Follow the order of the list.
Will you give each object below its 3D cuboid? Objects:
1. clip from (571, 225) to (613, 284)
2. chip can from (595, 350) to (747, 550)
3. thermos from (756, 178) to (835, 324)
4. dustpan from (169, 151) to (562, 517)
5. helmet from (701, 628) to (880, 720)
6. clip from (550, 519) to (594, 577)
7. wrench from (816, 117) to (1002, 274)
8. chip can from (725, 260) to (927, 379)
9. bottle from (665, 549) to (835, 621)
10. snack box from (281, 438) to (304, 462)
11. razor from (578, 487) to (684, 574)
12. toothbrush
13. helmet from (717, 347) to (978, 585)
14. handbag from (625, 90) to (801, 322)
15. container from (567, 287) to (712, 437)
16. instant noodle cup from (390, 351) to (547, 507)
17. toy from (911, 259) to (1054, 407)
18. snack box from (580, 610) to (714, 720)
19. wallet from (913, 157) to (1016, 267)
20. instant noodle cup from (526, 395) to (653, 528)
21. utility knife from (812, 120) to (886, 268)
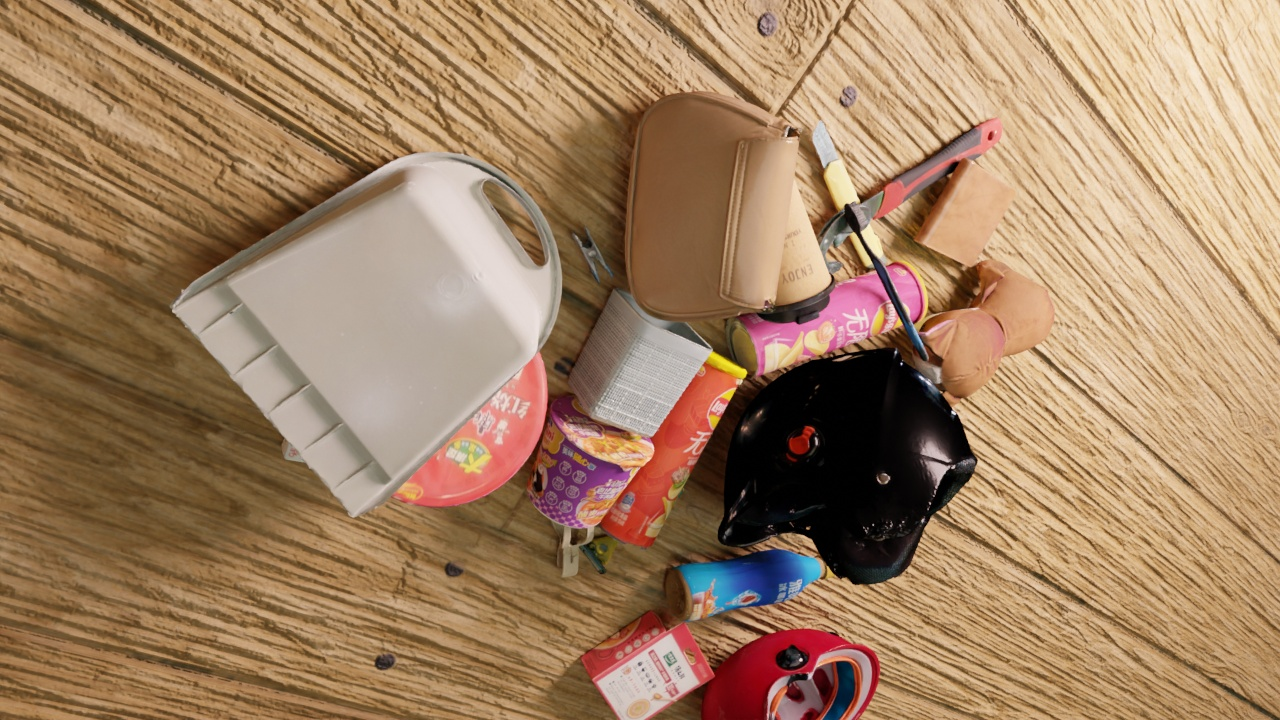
[{"bbox_3d":[-0.047,-0.100,0.863,0.038,0.026,0.058,-28,122,-2],"label":"clip"},{"bbox_3d":[0.029,0.088,0.954,0.073,0.073,0.217,22,100,-32],"label":"chip can"},{"bbox_3d":[0.136,-0.113,0.906,0.093,0.093,0.143,-24,113,-14],"label":"thermos"},{"bbox_3d":[-0.190,-0.046,0.764,0.258,0.142,0.223,-34,107,4],"label":"dustpan"},{"bbox_3d":[0.173,0.426,1.154,0.239,0.144,0.207,-37,129,-23],"label":"helmet"},{"bbox_3d":[-0.071,0.193,0.967,0.035,0.092,0.103,-7,105,-23],"label":"clip"},{"bbox_3d":[0.286,-0.182,0.975,0.273,0.016,0.056,-36,127,-12],"label":"wrench"},{"bbox_3d":[0.198,-0.044,0.977,0.210,0.071,0.071,-18,120,-17],"label":"chip can"},{"bbox_3d":[0.139,0.262,1.100,0.218,0.065,0.065,-5,115,-23],"label":"bottle"},{"bbox_3d":[-0.239,0.063,0.848,0.156,0.027,0.085,15,107,-31],"label":"snack box"},{"bbox_3d":[-0.005,0.180,1.014,0.132,0.028,0.043,-38,86,-3],"label":"razor"},{"bbox_3d":[0.257,-0.081,0.949,0.016,0.014,0.189,-37,103,-29],"label":"toothbrush"},{"bbox_3d":[0.207,0.109,0.966,0.275,0.229,0.234,-11,152,5],"label":"helmet"},{"bbox_3d":[0.064,-0.137,0.832,0.099,0.148,0.205,-34,134,-61],"label":"handbag"},{"bbox_3d":[-0.005,0.005,0.895,0.090,0.090,0.111,23,105,-32],"label":"container"},{"bbox_3d":[-0.181,0.029,0.810,0.193,0.066,0.194,0,89,-29],"label":"instant noodle cup"},{"bbox_3d":[0.373,-0.031,1.043,0.199,0.131,0.140,-40,125,-29],"label":"toy"},{"bbox_3d":[0.010,0.368,1.103,0.127,0.044,0.113,-30,122,-8],"label":"snack box"},{"bbox_3d":[0.363,-0.161,1.020,0.115,0.020,0.101,14,111,-42],"label":"wallet"},{"bbox_3d":[-0.058,0.105,0.912,0.111,0.111,0.099,16,115,-31],"label":"instant noodle cup"},{"bbox_3d":[0.219,-0.166,0.959,0.031,0.020,0.196,-42,131,-9],"label":"utility knife"}]
